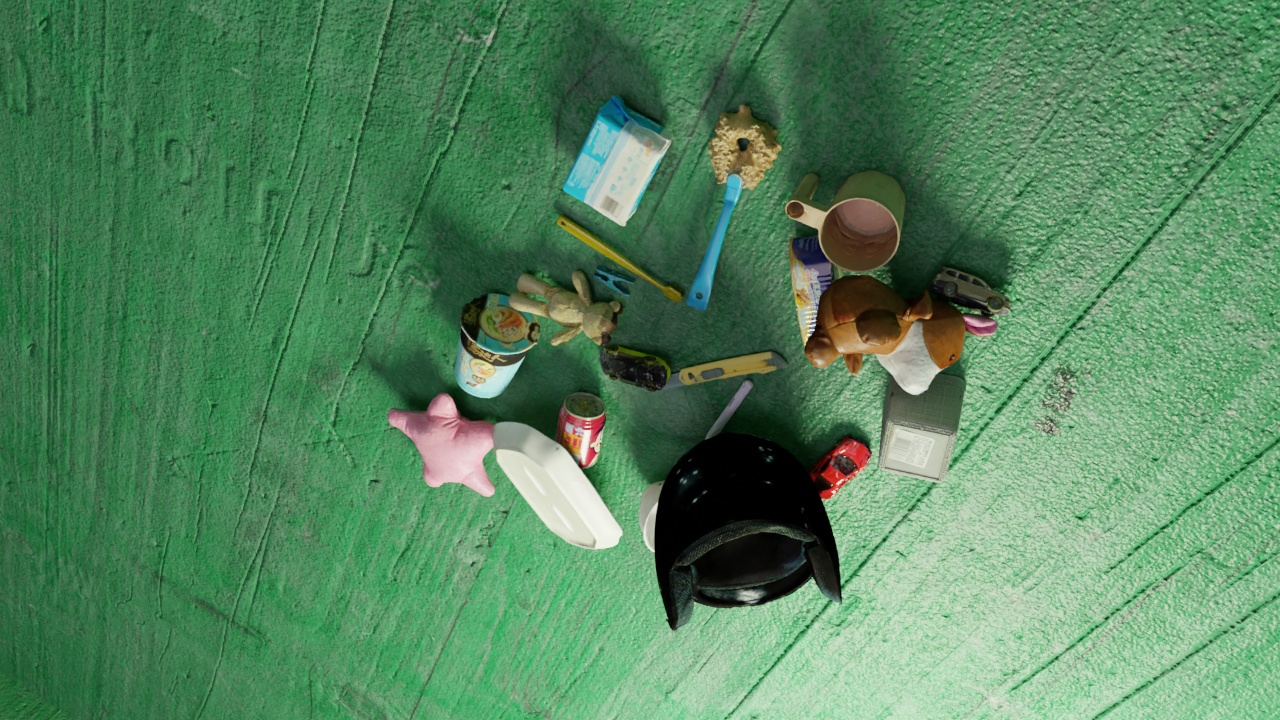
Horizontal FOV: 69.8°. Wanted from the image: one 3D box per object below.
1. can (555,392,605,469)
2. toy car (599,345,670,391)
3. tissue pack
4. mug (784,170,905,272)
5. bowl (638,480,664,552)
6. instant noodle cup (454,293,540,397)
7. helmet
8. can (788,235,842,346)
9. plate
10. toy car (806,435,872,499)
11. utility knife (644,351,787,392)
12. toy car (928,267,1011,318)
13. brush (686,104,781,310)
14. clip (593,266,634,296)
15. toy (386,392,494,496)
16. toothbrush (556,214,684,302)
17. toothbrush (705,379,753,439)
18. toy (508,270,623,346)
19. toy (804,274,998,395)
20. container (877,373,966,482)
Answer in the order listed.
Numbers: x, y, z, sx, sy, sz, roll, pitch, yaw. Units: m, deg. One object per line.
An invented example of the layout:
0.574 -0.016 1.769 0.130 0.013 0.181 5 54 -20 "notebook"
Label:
-0.086 0.099 1.308 0.066 0.066 0.094 19 124 11 "can"
-0.007 0.007 1.244 0.105 0.032 0.048 14 124 27 "toy car"
-0.028 -0.234 1.090 0.090 0.063 0.140 32 127 0 "tissue pack"
0.226 -0.162 1.004 0.125 0.103 0.084 24 125 8 "mug"
0.038 0.211 1.317 0.065 0.118 0.118 37 138 48 "bowl"
-0.207 -0.012 1.275 0.111 0.111 0.121 30 133 3 "instant noodle cup"
0.132 0.229 1.201 0.233 0.229 0.275 -8 150 3 "helmet"
0.211 -0.077 1.080 0.049 0.074 0.148 -5 117 20 "can"
-0.129 0.194 1.350 0.162 0.034 0.266 3 135 42 "plate"
0.261 0.143 1.216 0.049 0.031 0.107 37 124 -3 "toy car"
0.095 0.016 1.221 0.207 0.021 0.031 -10 108 32 "utility knife"
0.373 -0.075 1.033 0.090 0.042 0.035 24 86 11 "toy car"
0.098 -0.172 1.081 0.083 0.045 0.255 19 119 7 "brush"
-0.035 -0.105 1.200 0.056 0.014 0.040 25 125 7 "clip"
-0.281 0.133 1.406 0.179 0.074 0.195 -14 116 24 "toy"
-0.025 -0.132 1.179 0.190 0.016 0.016 33 127 3 "toothbrush"
0.102 0.093 1.258 0.021 0.029 0.190 8 131 -32 "toothbrush"
-0.102 -0.070 1.225 0.157 0.066 0.105 21 82 14 "toy"
0.289 -0.026 1.021 0.140 0.199 0.130 -20 70 52 "toy"
0.334 0.078 1.095 0.090 0.114 0.090 11 123 15 "container"
